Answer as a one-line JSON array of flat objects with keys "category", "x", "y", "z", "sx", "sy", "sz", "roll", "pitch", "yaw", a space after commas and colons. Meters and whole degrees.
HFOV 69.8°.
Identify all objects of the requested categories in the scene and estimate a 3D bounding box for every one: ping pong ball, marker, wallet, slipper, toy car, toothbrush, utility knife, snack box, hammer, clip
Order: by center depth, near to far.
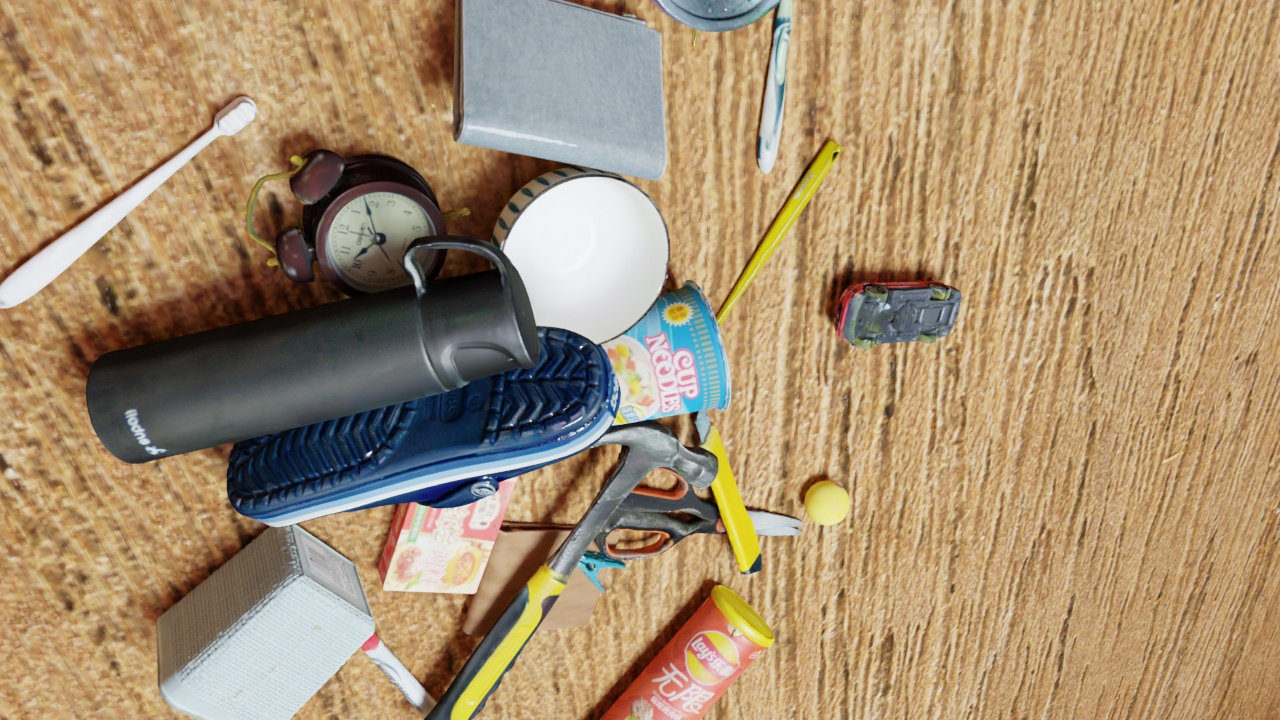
[{"category": "toothbrush", "x": -0.284, "y": -0.086, "z": 0.507, "sx": 0.180, "sy": 0.016, "sz": 0.016, "roll": -39, "pitch": 124, "yaw": -2}, {"category": "wallet", "x": -0.048, "y": -0.167, "z": 0.547, "sx": 0.129, "sy": 0.037, "sz": 0.106, "roll": 5, "pitch": 76, "yaw": -27}, {"category": "slipper", "x": -0.133, "y": 0.042, "z": 0.584, "sx": 0.253, "sy": 0.105, "sz": 0.095, "roll": -14, "pitch": 147, "yaw": 8}, {"category": "toothbrush", "x": 0.098, "y": -0.220, "z": 0.621, "sx": 0.016, "sy": 0.018, "sz": 0.192, "roll": -9, "pitch": 120, "yaw": -23}, {"category": "snack box", "x": -0.137, "y": 0.103, "z": 0.678, "sx": 0.075, "sy": 0.025, "sz": 0.153, "roll": 11, "pitch": 111, "yaw": -30}, {"category": "toothbrush", "x": 0.097, "y": -0.081, "z": 0.697, "sx": 0.015, "sy": 0.016, "sz": 0.190, "roll": 25, "pitch": 103, "yaw": -35}, {"category": "hammer", "x": -0.078, "y": 0.177, "z": 0.713, "sx": 0.126, "sy": 0.032, "sz": 0.324, "roll": 29, "pitch": 103, "yaw": -28}, {"category": "marker", "x": -0.196, "y": 0.248, "z": 0.734, "sx": 0.017, "sy": 0.017, "sz": 0.145, "roll": -30, "pitch": 125, "yaw": -9}, {"category": "wallet", "x": -0.080, "y": 0.179, "z": 0.753, "sx": 0.115, "sy": 0.020, "sz": 0.101, "roll": 8, "pitch": 111, "yaw": -33}, {"category": "clip", "x": -0.038, "y": 0.170, "z": 0.755, "sx": 0.034, "sy": 0.013, "sz": 0.055, "roll": -48, "pitch": 132, "yaw": -3}, {"category": "toy car", "x": 0.209, "y": -0.041, "z": 0.757, "sx": 0.120, "sy": 0.045, "sz": 0.053, "roll": -4, "pitch": 116, "yaw": -30}, {"category": "utility knife", "x": 0.073, "y": 0.112, "z": 0.779, "sx": 0.033, "sy": 0.015, "sz": 0.177, "roll": -45, "pitch": 124, "yaw": -46}, {"category": "ping pong ball", "x": 0.169, "y": 0.129, "z": 0.834, "sx": 0.040, "sy": 0.040, "sz": 0.040, "roll": -12, "pitch": 121, "yaw": -21}]

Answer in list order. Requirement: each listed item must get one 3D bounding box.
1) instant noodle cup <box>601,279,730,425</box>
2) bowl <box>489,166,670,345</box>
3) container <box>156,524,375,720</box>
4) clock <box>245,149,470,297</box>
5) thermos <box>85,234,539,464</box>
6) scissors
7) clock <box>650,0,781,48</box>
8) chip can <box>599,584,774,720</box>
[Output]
[{"category": "instant noodle cup", "x": -0.004, "y": 0.004, "z": 0.654, "sx": 0.110, "sy": 0.099, "sz": 0.099, "roll": -16, "pitch": 123, "yaw": -9}, {"category": "bowl", "x": -0.046, "y": -0.073, "z": 0.601, "sx": 0.116, "sy": 0.066, "sz": 0.117, "roll": -11, "pitch": 120, "yaw": -21}, {"category": "container", "x": -0.252, "y": 0.181, "z": 0.628, "sx": 0.111, "sy": 0.090, "sz": 0.090, "roll": -42, "pitch": 127, "yaw": -4}, {"category": "clock", "x": -0.169, "y": -0.079, "z": 0.544, "sx": 0.121, "sy": 0.055, "sz": 0.082, "roll": 11, "pitch": 111, "yaw": -29}, {"category": "thermos", "x": -0.185, "y": -0.009, "z": 0.521, "sx": 0.242, "sy": 0.068, "sz": 0.090, "roll": -14, "pitch": 115, "yaw": 4}, {"category": "scissors", "x": 0.066, "y": 0.124, "z": 0.792, "sx": 0.234, "sy": 0.022, "sz": 0.139, "roll": -11, "pitch": 114, "yaw": -28}, {"category": "clock", "x": 0.029, "y": -0.273, "z": 0.534, "sx": 0.117, "sy": 0.060, "sz": 0.158, "roll": -40, "pitch": 128, "yaw": 0}, {"category": "chip can", "x": 0.028, "y": 0.309, "z": 0.845, "sx": 0.073, "sy": 0.073, "sz": 0.217, "roll": 35, "pitch": 98, "yaw": -36}]
